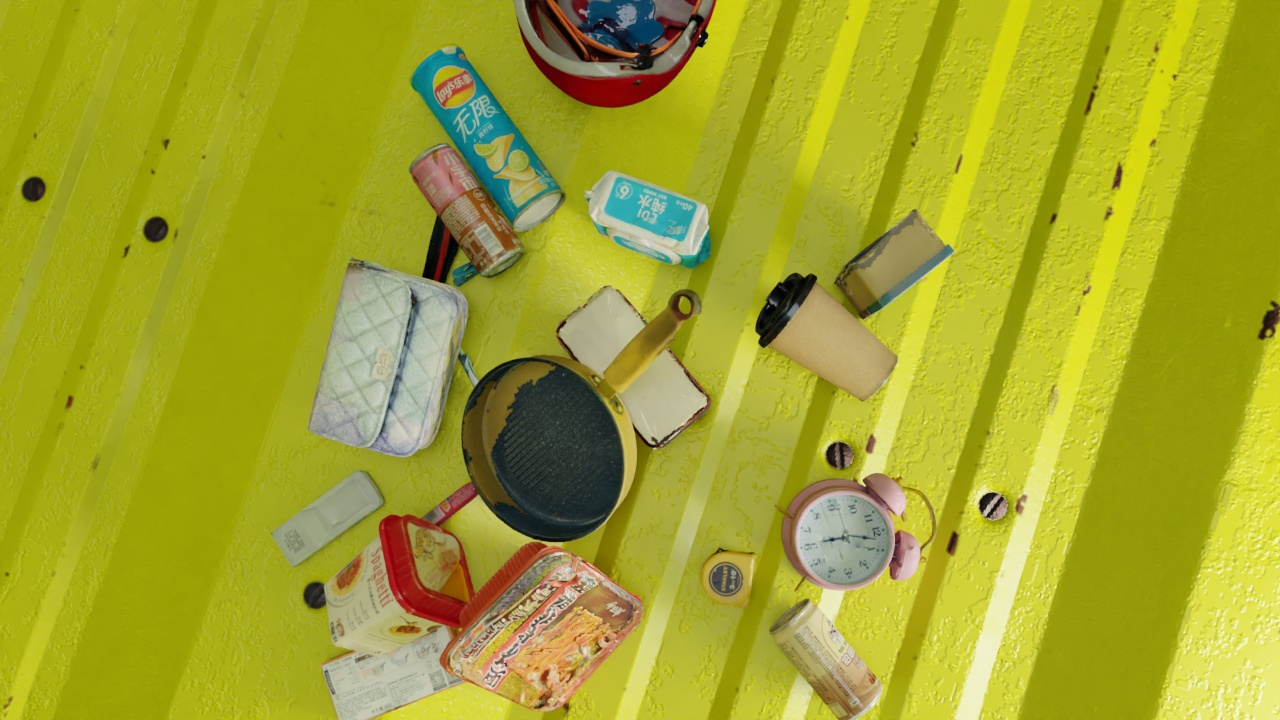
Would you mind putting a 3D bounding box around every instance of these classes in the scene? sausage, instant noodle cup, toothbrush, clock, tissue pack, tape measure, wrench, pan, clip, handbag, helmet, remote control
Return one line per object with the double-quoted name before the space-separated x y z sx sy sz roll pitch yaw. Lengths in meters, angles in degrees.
"sausage" -0.235 0.181 1.014 0.156 0.020 0.020 -38 83 1
"instant noodle cup" -0.101 0.265 0.938 0.164 0.189 0.079 -45 41 -1
"toothbrush" -0.190 0.003 1.020 0.018 0.016 0.191 -29 89 -14
"clock" 0.225 0.178 0.949 0.158 0.060 0.117 -14 85 2
"tissue pack" 0.010 -0.147 0.982 0.140 0.090 0.063 21 87 6
"tape measure" 0.093 0.229 0.973 0.057 0.029 0.060 6 86 5
"wrench" -0.247 -0.064 1.037 0.056 0.016 0.273 20 88 2
"pan" -0.053 0.045 0.905 0.358 0.078 0.197 -43 82 28
"clip" -0.188 -0.104 1.032 0.054 0.033 0.013 -34 85 -12
"instant noodle cup" -0.255 0.241 0.959 0.124 0.116 0.116 -35 51 13
"handbag" -0.270 -0.001 0.982 0.134 0.075 0.194 15 93 6
"helmet" -0.022 -0.374 0.982 0.207 0.144 0.239 43 76 7
"remote control" -0.348 0.175 1.023 0.125 0.024 0.049 -36 82 2

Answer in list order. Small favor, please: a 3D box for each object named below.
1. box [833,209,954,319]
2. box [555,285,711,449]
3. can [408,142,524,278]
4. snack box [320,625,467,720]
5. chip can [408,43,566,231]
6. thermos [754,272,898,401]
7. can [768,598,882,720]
"box" 0.247 -0.092 0.908 0.090 0.184 0.060 -39 86 6
"box" -0.006 0.006 0.962 0.091 0.076 0.168 -40 83 2
"can" -0.190 -0.163 1.006 0.058 0.058 0.147 -35 87 1
"snack box" -0.265 0.338 1.000 0.154 0.026 0.075 -22 83 3
"chip can" -0.169 -0.247 1.017 0.071 0.071 0.210 -36 83 1
"thermos" 0.193 -0.023 0.959 0.143 0.093 0.093 36 89 -1
"can" 0.190 0.307 0.942 0.058 0.058 0.116 -40 83 1
